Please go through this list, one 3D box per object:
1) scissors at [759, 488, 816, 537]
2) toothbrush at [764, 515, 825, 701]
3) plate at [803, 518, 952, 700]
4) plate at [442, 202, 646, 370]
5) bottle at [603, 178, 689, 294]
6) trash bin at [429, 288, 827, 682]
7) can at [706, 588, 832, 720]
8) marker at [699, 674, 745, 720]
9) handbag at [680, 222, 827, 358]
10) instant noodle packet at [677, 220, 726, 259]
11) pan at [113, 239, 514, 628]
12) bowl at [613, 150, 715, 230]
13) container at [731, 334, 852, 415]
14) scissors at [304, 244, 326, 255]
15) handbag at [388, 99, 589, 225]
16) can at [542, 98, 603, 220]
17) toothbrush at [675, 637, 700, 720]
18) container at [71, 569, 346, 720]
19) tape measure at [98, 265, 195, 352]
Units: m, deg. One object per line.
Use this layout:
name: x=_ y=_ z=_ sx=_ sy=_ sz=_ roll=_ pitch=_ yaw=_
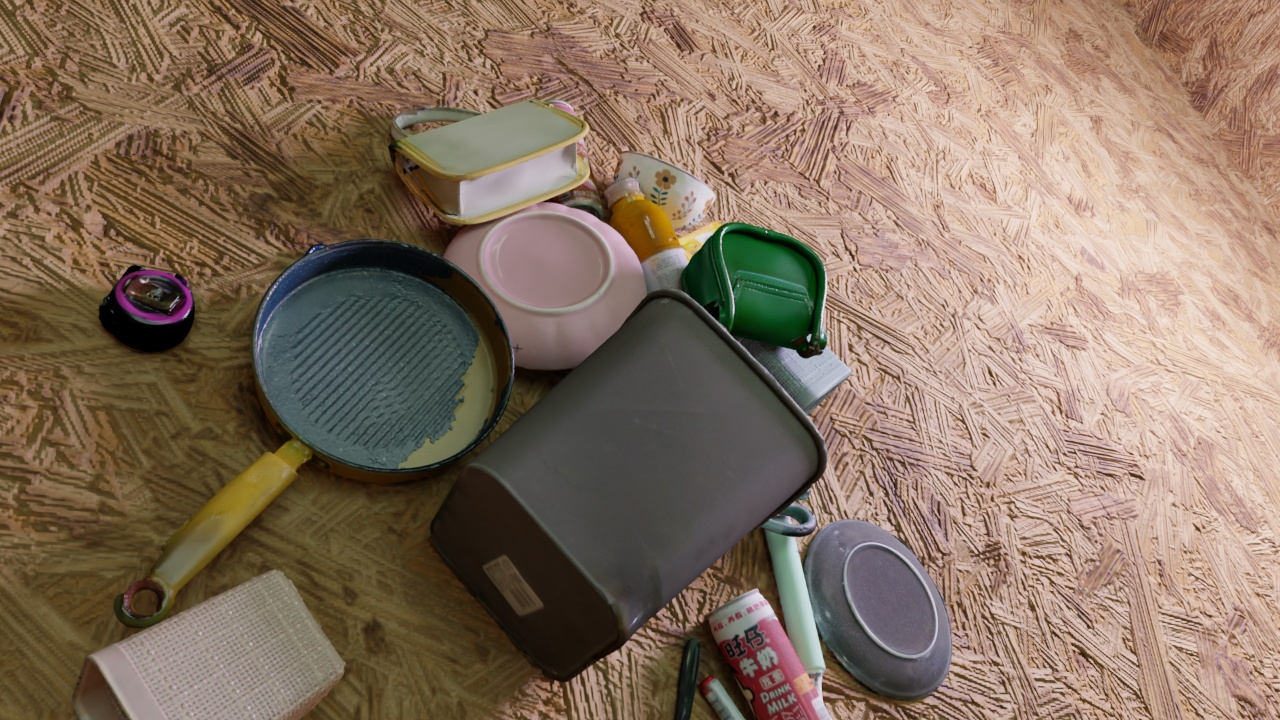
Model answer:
scissors: x=0.083 y=0.113 z=0.835 sx=0.180 sy=0.019 sz=0.143 roll=18 pitch=27 yaw=-17
toothbrush: x=0.141 y=0.239 z=0.796 sx=0.026 sy=0.027 sz=0.224 roll=-10 pitch=57 yaw=2
plate: x=0.232 y=0.229 z=0.869 sx=0.179 sy=0.024 sz=0.179 roll=18 pitch=49 yaw=-22
plate: x=-0.086 y=-0.080 z=0.832 sx=0.192 sy=0.039 sz=0.192 roll=5 pitch=54 yaw=-8
bottle: x=0.015 y=-0.092 z=0.914 sx=0.067 sy=0.068 sz=0.189 roll=-14 pitch=76 yaw=-41
trash bin: x=-0.017 y=0.099 z=0.689 sx=0.199 sy=0.199 sz=0.219 roll=46 pitch=52 yaw=7
can: x=0.106 y=0.255 z=0.739 sx=0.053 sy=0.053 sz=0.132 roll=-12 pitch=65 yaw=-40
marker: x=0.094 y=0.311 z=0.715 sx=0.017 sy=0.017 sz=0.145 roll=-24 pitch=73 yaw=-43
handbag: x=0.111 y=-0.061 z=0.860 sx=0.131 sy=0.068 sz=0.120 roll=10 pitch=53 yaw=-25
instant noodle packet: x=0.077 y=-0.093 z=0.995 sx=0.128 sy=0.044 sz=0.110 roll=-24 pitch=78 yaw=-41
pan: x=-0.227 y=0.045 z=0.652 sx=0.197 sy=0.078 sz=0.356 roll=38 pitch=54 yaw=-5
bowl: x=0.018 y=-0.172 z=0.988 sx=0.113 sy=0.113 sz=0.062 roll=24 pitch=88 yaw=-18
container: x=0.133 y=0.009 z=0.927 sx=0.111 sy=0.090 sz=0.089 roll=49 pitch=44 yaw=12
scissors: x=-0.232 y=-0.029 z=0.756 sx=0.132 sy=0.012 sz=0.172 roll=20 pitch=49 yaw=-24
handbag: x=-0.156 y=-0.204 z=0.885 sx=0.163 sy=0.063 sz=0.179 roll=-28 pitch=48 yaw=-31
can: x=-0.081 y=-0.202 z=0.959 sx=0.057 sy=0.058 sz=0.147 roll=5 pitch=55 yaw=-32
toothbrush: x=0.029 y=0.290 z=0.689 sx=0.015 sy=0.018 sz=0.180 roll=26 pitch=45 yaw=-12
container: x=-0.243 y=0.189 z=0.527 sx=0.090 sy=0.090 sz=0.110 roll=52 pitch=42 yaw=10
tape measure: x=-0.351 y=-0.038 z=0.659 sx=0.058 sy=0.039 sz=0.056 roll=27 pitch=46 yaw=-15
